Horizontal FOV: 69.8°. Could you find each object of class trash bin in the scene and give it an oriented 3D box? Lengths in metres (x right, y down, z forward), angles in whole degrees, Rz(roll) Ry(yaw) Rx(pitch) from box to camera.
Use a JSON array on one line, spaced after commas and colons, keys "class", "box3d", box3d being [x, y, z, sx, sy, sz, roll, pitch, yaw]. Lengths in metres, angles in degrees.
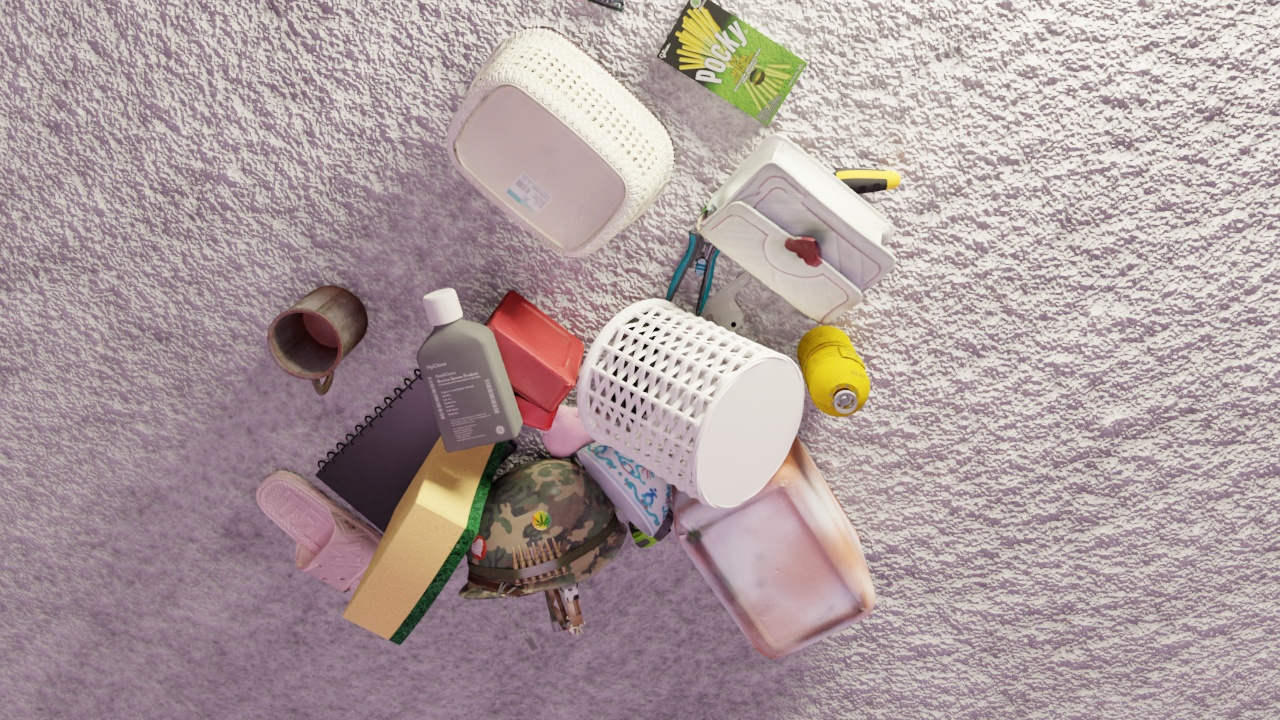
[{"class": "trash bin", "box3d": [0.167, 0.227, 1.175, 0.182, 0.157, 0.260, -29, 106, 13]}]

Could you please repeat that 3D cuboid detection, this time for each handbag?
[{"class": "handbag", "box3d": [0.178, -0.142, 1.052, 0.198, 0.096, 0.142, 33, 126, -16]}]

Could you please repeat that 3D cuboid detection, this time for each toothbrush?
[{"class": "toothbrush", "box3d": [0.203, -0.208, 1.072, 0.197, 0.031, 0.030, -1, 67, 6]}]

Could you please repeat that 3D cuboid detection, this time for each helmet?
[{"class": "helmet", "box3d": [-0.126, 0.253, 1.179, 0.224, 0.193, 0.236, -34, 97, -14]}]

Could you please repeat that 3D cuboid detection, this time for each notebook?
[{"class": "notebook", "box3d": [-0.306, 0.132, 1.236, 0.232, 0.019, 0.169, -41, 105, 16]}]

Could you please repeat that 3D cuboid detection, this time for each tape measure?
[{"class": "tape measure", "box3d": [0.018, 0.222, 1.232, 0.036, 0.058, 0.066, 42, 107, -17]}]

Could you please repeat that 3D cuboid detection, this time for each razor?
[{"class": "razor", "box3d": [-0.019, -0.455, 0.991, 0.042, 0.022, 0.144, 17, 111, -5]}]

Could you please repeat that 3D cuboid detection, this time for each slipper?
[{"class": "slipper", "box3d": [-0.433, 0.251, 1.264, 0.094, 0.064, 0.239, -41, 103, 16]}]

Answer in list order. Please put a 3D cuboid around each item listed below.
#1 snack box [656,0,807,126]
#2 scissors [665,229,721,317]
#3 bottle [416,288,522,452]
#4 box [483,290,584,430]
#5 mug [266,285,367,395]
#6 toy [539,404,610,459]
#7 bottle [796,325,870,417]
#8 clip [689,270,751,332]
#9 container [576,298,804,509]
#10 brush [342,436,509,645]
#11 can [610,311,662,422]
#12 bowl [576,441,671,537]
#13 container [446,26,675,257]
[{"class": "snack box", "box3d": [0.102, -0.337, 1.028, 0.147, 0.025, 0.080, 30, 110, -8]}, {"class": "scissors", "box3d": [0.075, -0.122, 1.115, 0.130, 0.019, 0.151, -25, 103, 6]}, {"class": "bottle", "box3d": [-0.194, 0.008, 1.001, 0.084, 0.046, 0.174, -12, 108, 7]}, {"class": "box", "box3d": [-0.138, -0.002, 1.103, 0.135, 0.157, 0.117, 22, 106, -7]}, {"class": "mug", "box3d": [-0.393, -0.022, 1.133, 0.096, 0.110, 0.123, 4, 112, 6]}, {"class": "toy", "box3d": [-0.093, 0.086, 1.182, 0.099, 0.052, 0.096, -29, 140, 14]}, {"class": "bottle", "box3d": [0.229, 0.016, 1.085, 0.071, 0.163, 0.071, 1, 111, 2]}, {"class": "clip", "box3d": [0.107, -0.061, 1.134, 0.102, 0.040, 0.054, -36, 93, 16]}, {"class": "container", "box3d": [0.057, 0.047, 1.050, 0.187, 0.188, 0.189, 27, 118, 39]}, {"class": "brush", "box3d": [-0.253, 0.193, 1.114, 0.075, 0.249, 0.195, 31, 114, -11]}, {"class": "can", "box3d": [-0.007, 0.007, 1.152, 0.054, 0.053, 0.138, 8, 111, -1]}, {"class": "bowl", "box3d": [-0.006, 0.147, 1.175, 0.074, 0.144, 0.144, -41, 106, -13]}, {"class": "container", "box3d": [-0.093, -0.232, 1.016, 0.251, 0.143, 0.185, 40, 122, -12]}]
